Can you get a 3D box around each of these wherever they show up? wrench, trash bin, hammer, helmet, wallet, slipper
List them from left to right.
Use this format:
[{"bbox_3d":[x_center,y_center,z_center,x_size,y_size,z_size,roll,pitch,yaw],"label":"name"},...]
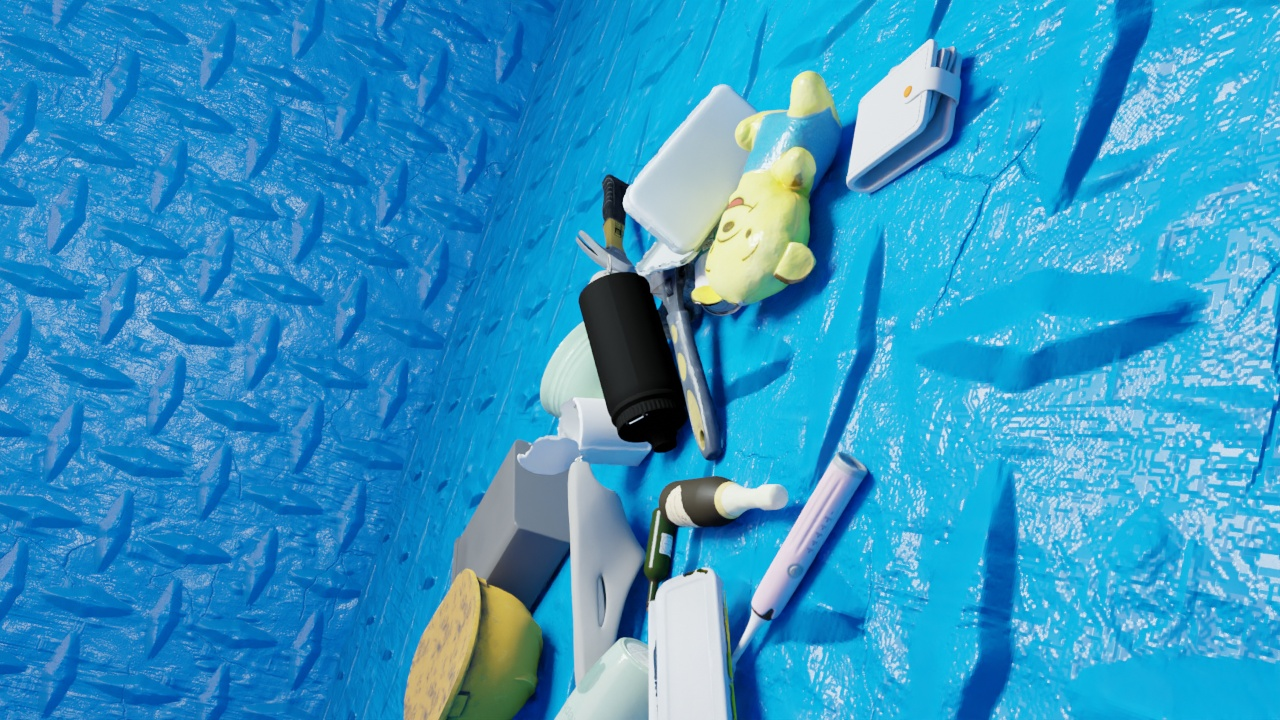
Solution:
[{"bbox_3d":[-0.195,0.382,1.152,0.256,0.131,0.204,-49,28,47],"label":"helmet"},{"bbox_3d":[-0.183,0.257,1.299,0.220,0.097,0.191,-58,22,27],"label":"trash bin"},{"bbox_3d":[-0.032,0.239,0.967,0.113,0.080,0.265,104,163,-69],"label":"slipper"},{"bbox_3d":[-0.039,-0.208,1.368,0.025,0.118,0.332,-55,18,25],"label":"hammer"},{"bbox_3d":[0.046,-0.018,0.969,0.074,0.022,0.273,122,144,-49],"label":"wrench"},{"bbox_3d":[0.065,-0.175,1.136,0.122,0.049,0.318,133,152,-53],"label":"hammer"},{"bbox_3d":[0.220,-0.215,0.768,0.119,0.037,0.115,147,139,-65],"label":"wallet"}]

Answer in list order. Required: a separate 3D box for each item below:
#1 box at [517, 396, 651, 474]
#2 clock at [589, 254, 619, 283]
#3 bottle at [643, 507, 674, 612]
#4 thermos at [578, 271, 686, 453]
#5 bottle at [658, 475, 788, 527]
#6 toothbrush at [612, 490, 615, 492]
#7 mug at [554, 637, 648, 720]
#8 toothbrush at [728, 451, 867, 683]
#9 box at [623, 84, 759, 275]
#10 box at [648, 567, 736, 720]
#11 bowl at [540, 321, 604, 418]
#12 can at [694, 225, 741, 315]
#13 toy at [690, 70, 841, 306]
[{"bbox_3d":[-0.063,0.084,1.051,0.084,0.166,0.092,128,141,-49],"label":"box"},{"bbox_3d":[-0.037,-0.072,1.228,0.103,0.061,0.157,-108,16,-52],"label":"clock"},{"bbox_3d":[0.017,0.200,0.922,0.025,0.025,0.105,-39,36,56],"label":"bottle"},{"bbox_3d":[-0.006,0.006,1.025,0.086,0.086,0.198,-50,47,45],"label":"thermos"},{"bbox_3d":[0.074,0.124,0.813,0.185,0.045,0.045,-23,50,64],"label":"bottle"},{"bbox_3d":[-0.045,0.236,1.066,0.016,0.017,0.189,-48,29,47],"label":"toothbrush"},{"bbox_3d":[-0.022,0.308,0.843,0.104,0.084,0.111,-58,14,3],"label":"mug"},{"bbox_3d":[0.110,0.169,0.707,0.026,0.027,0.223,-81,16,-71],"label":"toothbrush"},{"bbox_3d":[0.053,-0.181,1.005,0.214,0.106,0.127,-51,2,-26],"label":"box"},{"bbox_3d":[0.032,0.272,0.723,0.209,0.057,0.117,-91,22,-49],"label":"box"},{"bbox_3d":[-0.046,0.023,1.137,0.077,0.150,0.151,35,109,26],"label":"bowl"},{"bbox_3d":[0.085,-0.099,0.985,0.055,0.055,0.101,-53,26,41],"label":"can"},{"bbox_3d":[0.128,-0.150,0.883,0.149,0.084,0.213,168,118,-69],"label":"toy"}]
